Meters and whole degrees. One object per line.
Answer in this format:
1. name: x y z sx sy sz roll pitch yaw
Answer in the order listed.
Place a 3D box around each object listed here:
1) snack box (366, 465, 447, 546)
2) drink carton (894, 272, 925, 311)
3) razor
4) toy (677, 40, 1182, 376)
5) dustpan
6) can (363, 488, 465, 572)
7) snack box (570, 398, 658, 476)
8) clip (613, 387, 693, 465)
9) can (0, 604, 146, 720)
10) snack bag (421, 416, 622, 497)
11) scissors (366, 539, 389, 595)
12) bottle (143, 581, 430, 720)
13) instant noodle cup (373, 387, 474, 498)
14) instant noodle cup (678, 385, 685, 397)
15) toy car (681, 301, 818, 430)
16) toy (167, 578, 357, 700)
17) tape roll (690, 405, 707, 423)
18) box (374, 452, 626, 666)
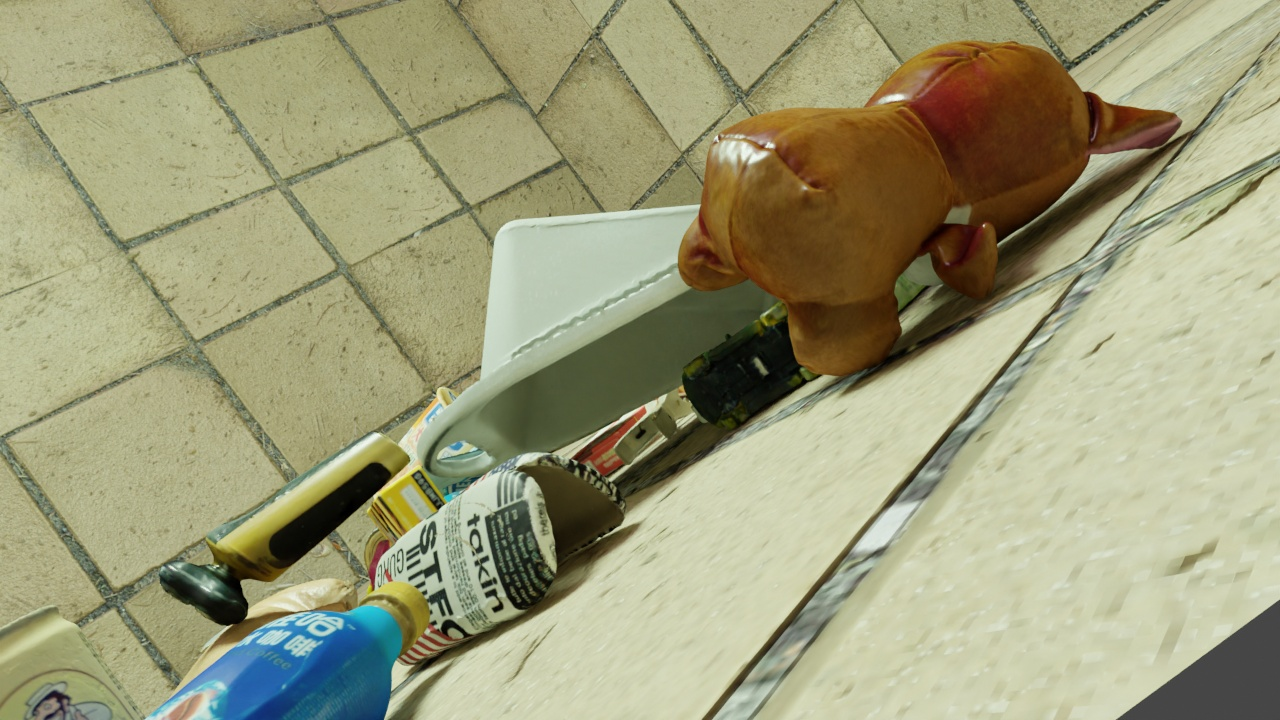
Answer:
1. snack box: -0.136 0.118 0.592 0.033 0.087 0.141 -36 1 -21
2. drink carton: 0.142 -0.060 0.517 0.122 0.045 0.054 -37 2 -33
3. razor: -0.218 0.105 0.580 0.167 0.062 0.067 -38 40 -5
4. toy: 0.123 -0.076 0.412 0.199 0.140 0.131 -35 -41 -16
5. dustpan: -0.003 0.003 0.573 0.258 0.142 0.223 1 -14 5
6. can: -0.163 0.144 0.750 0.075 0.075 0.111 -36 1 28
7. snack box: -0.019 0.068 0.786 0.075 0.025 0.152 -35 1 20
8. clip: 0.018 0.041 0.698 0.072 0.034 0.100 -35 9 32
9. can: -0.203 0.151 0.329 0.058 0.116 0.058 -36 0 0
10. snack bag: -0.095 0.065 0.713 0.190 0.039 0.111 -25 -1 -32
11. scissors: -0.178 0.177 0.624 0.135 0.017 0.113 107 170 -52
12. bottle: -0.136 0.134 0.321 0.065 0.065 0.218 -36 1 17
13. instant noodle cup: -0.177 0.116 0.881 0.111 0.151 0.151 -44 0 0
14. instant noodle cup: 0.037 -0.020 0.894 0.116 0.116 0.124 -37 12 -16
15. toy car: 0.064 0.000 0.484 0.091 0.043 0.036 -34 4 24
16. toy: -0.241 0.200 0.575 0.143 0.082 0.226 -50 7 -15
17. tape roll: 0.071 0.011 0.605 0.086 0.014 0.086 -36 0 0
18. box: -0.070 0.095 0.457 0.087 0.076 0.163 -7 -23 -41
